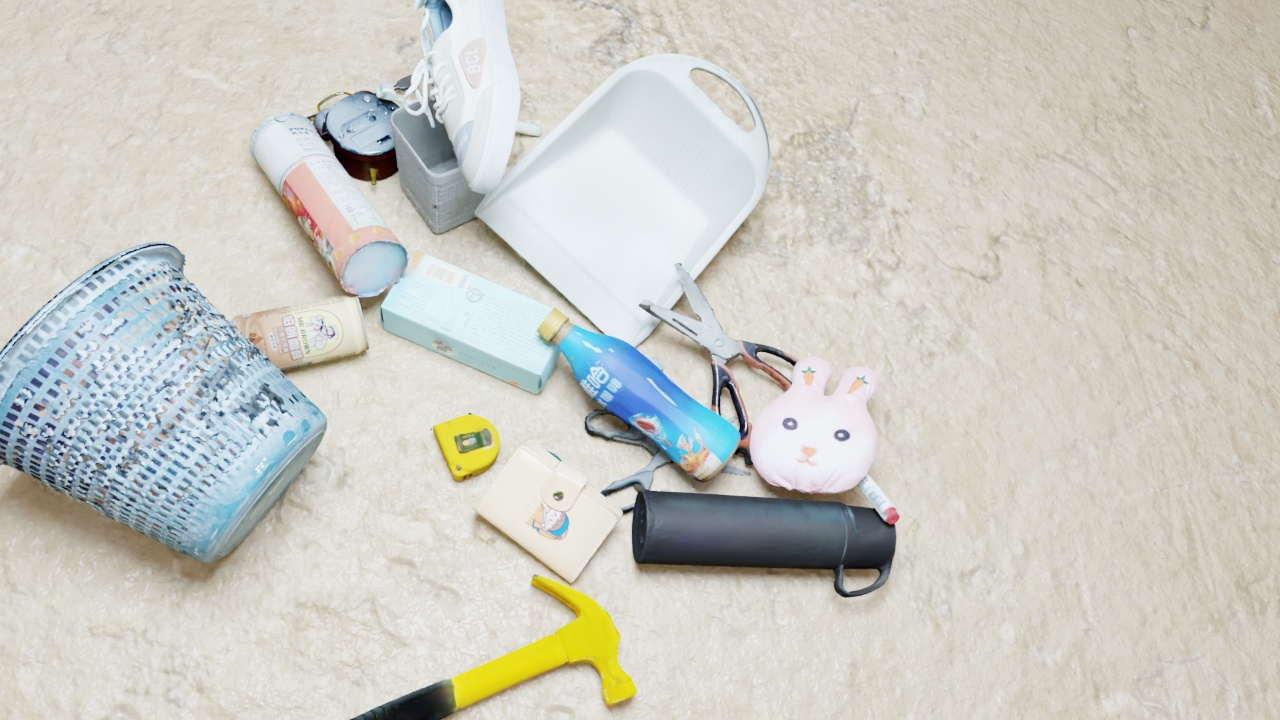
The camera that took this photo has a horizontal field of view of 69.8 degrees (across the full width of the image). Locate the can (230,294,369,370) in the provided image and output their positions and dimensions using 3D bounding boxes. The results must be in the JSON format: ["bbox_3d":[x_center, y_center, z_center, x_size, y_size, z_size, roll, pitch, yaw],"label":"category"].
[{"bbox_3d":[-0.321,-0.024,0.867,0.116,0.059,0.058,-14,68,-18],"label":"can"}]

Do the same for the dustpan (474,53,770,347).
[{"bbox_3d":[0.006,-0.187,0.954,0.222,0.143,0.257,43,58,-4],"label":"dustpan"}]

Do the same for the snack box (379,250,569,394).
[{"bbox_3d":[-0.163,-0.037,0.912,0.175,0.052,0.074,23,63,1],"label":"snack box"}]

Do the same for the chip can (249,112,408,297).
[{"bbox_3d":[-0.308,-0.156,0.902,0.071,0.071,0.214,-29,60,-23],"label":"chip can"}]

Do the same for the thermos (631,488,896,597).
[{"bbox_3d":[0.117,0.171,0.856,0.242,0.069,0.089,5,57,-10],"label":"thermos"}]

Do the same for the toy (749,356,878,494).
[{"bbox_3d":[0.176,0.060,0.907,0.121,0.054,0.159,10,55,19],"label":"toy"}]

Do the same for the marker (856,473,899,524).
[{"bbox_3d":[0.209,0.106,0.903,0.017,0.017,0.145,-12,39,-17],"label":"marker"}]

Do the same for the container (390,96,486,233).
[{"bbox_3d":[-0.199,-0.202,0.950,0.090,0.114,0.090,-30,74,-24],"label":"container"}]

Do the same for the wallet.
[{"bbox_3d":[-0.082,0.135,0.838,0.115,0.024,0.087,37,82,-1],"label":"wallet"}]

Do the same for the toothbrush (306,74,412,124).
[{"bbox_3d":[-0.328,-0.279,1.019,0.180,0.018,0.015,-29,89,-21],"label":"toothbrush"}]

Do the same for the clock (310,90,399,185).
[{"bbox_3d":[-0.299,-0.247,0.985,0.081,0.055,0.122,-38,77,-25],"label":"clock"}]

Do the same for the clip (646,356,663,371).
[{"bbox_3d":[-0.003,0.006,0.944,0.058,0.043,0.026,0,63,-17],"label":"clip"}]

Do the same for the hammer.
[{"bbox_3d":[-0.158,0.278,0.766,0.300,0.033,0.128,-19,69,-20],"label":"hammer"}]

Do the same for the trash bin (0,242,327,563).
[{"bbox_3d":[-0.379,0.051,0.747,0.195,0.227,0.226,38,62,-7],"label":"trash bin"}]

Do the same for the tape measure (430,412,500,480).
[{"bbox_3d":[-0.162,0.079,0.867,0.057,0.029,0.060,-20,70,-21],"label":"tape measure"}]

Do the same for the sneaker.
[{"bbox_3d":[-0.173,-0.267,0.867,0.090,0.090,0.241,7,57,-27],"label":"sneaker"}]

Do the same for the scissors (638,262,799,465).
[{"bbox_3d":[0.095,0.000,0.943,0.188,0.015,0.227,-5,78,-24],"label":"scissors"}]

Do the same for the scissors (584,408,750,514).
[{"bbox_3d":[0.021,0.092,0.911,0.159,0.014,0.180,43,61,6],"label":"scissors"}]

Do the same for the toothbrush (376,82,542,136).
[{"bbox_3d":[-0.194,-0.273,1.009,0.189,0.029,0.020,7,105,-32],"label":"toothbrush"}]

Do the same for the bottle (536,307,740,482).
[{"bbox_3d":[-0.005,0.028,0.878,0.218,0.065,0.065,39,62,-3],"label":"bottle"}]

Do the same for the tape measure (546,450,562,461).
[{"bbox_3d":[-0.097,0.111,0.867,0.058,0.025,0.054,14,63,-6],"label":"tape measure"}]
